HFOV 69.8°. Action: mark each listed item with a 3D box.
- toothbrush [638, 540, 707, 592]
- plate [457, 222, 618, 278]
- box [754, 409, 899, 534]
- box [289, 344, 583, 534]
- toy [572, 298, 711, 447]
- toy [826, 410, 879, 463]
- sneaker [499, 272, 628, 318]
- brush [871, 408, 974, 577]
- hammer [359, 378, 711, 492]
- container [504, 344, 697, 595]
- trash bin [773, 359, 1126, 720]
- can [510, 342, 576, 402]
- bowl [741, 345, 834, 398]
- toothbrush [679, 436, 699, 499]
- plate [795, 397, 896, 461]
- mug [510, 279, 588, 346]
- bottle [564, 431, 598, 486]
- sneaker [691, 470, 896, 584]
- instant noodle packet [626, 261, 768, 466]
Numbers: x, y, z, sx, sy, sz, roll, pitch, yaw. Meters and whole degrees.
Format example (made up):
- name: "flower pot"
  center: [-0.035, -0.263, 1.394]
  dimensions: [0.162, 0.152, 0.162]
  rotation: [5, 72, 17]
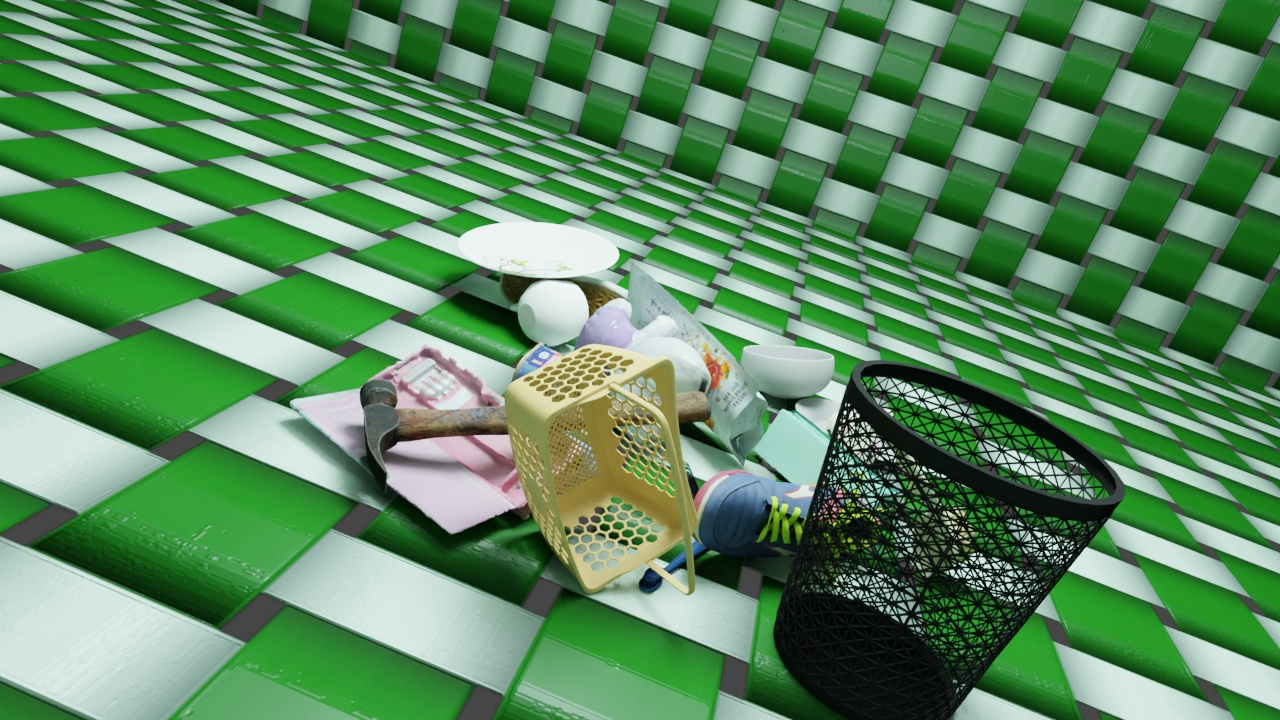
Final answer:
- name: "toothbrush"
  center: [0.051, 0.178, 0.874]
  dimensions: [0.016, 0.017, 0.189]
  rotation: [29, 22, 23]
- name: "plate"
  center: [-0.146, -0.149, 1.315]
  dimensions: [0.229, 0.030, 0.229]
  rotation: [5, 26, -3]
- name: "box"
  center: [0.230, 0.134, 1.086]
  dimensions: [0.079, 0.077, 0.189]
  rotation: [24, 11, -41]
- name: "box"
  center: [-0.192, 0.078, 0.874]
  dimensions: [0.233, 0.055, 0.179]
  rotation: [32, 39, 28]
- name: "toy"
  center: [-0.006, 0.006, 1.090]
  dimensions: [0.085, 0.138, 0.209]
  rotation: [22, 13, -42]
- name: "toy"
  center: [0.265, 0.108, 1.176]
  dimensions: [0.112, 0.087, 0.050]
  rotation: [-11, -9, -33]
- name: "sneaker"
  center: [-0.088, -0.091, 1.351]
  dimensions: [0.235, 0.087, 0.079]
  rotation: [21, 16, 12]
- name: "brush"
  center: [0.280, 0.131, 0.925]
  dimensions: [0.062, 0.077, 0.272]
  rotation: [28, -21, 47]
- name: "hammer"
  center: [-0.088, 0.059, 0.859]
  dimensions: [0.330, 0.033, 0.120]
  rotation: [-3, 41, -18]
- name: "container"
  center: [-0.020, 0.095, 0.754]
  dimensions: [0.129, 0.184, 0.167]
  rotation: [-28, 34, -28]
- name: "trash bin"
  center: [0.230, 0.158, 0.758]
  dimensions: [0.217, 0.244, 0.216]
  rotation: [17, 20, -7]
- name: "can"
  center: [-0.110, 0.022, 1.078]
  dimensions: [0.059, 0.054, 0.099]
  rotation: [22, 21, 4]
- name: "bowl"
  center: [0.213, 0.020, 1.343]
  dimensions: [0.132, 0.064, 0.131]
  rotation: [4, 10, -1]
- name: "toothbrush"
  center: [0.054, 0.126, 1.014]
  dimensions: [0.014, 0.017, 0.188]
  rotation: [14, 22, -19]
- name: "plate"
  center: [0.296, 0.103, 1.287]
  dimensions: [0.173, 0.019, 0.172]
  rotation: [17, 20, -7]
- name: "mug"
  center: [-0.133, -0.067, 1.246]
  dimensions: [0.076, 0.090, 0.124]
  rotation: [-15, 20, -41]
- name: "bottle"
  center: [-0.075, 0.098, 0.921]
  dimensions: [0.131, 0.048, 0.048]
  rotation: [31, 23, 28]
- name: "sneaker"
  center: [0.150, 0.152, 0.887]
  dimensions: [0.241, 0.116, 0.091]
  rotation: [9, 12, -44]
- name: "instant noodle packet"
  center: [0.054, 0.003, 1.136]
  dimensions: [0.057, 0.147, 0.269]
  rotation: [-20, 45, -27]
